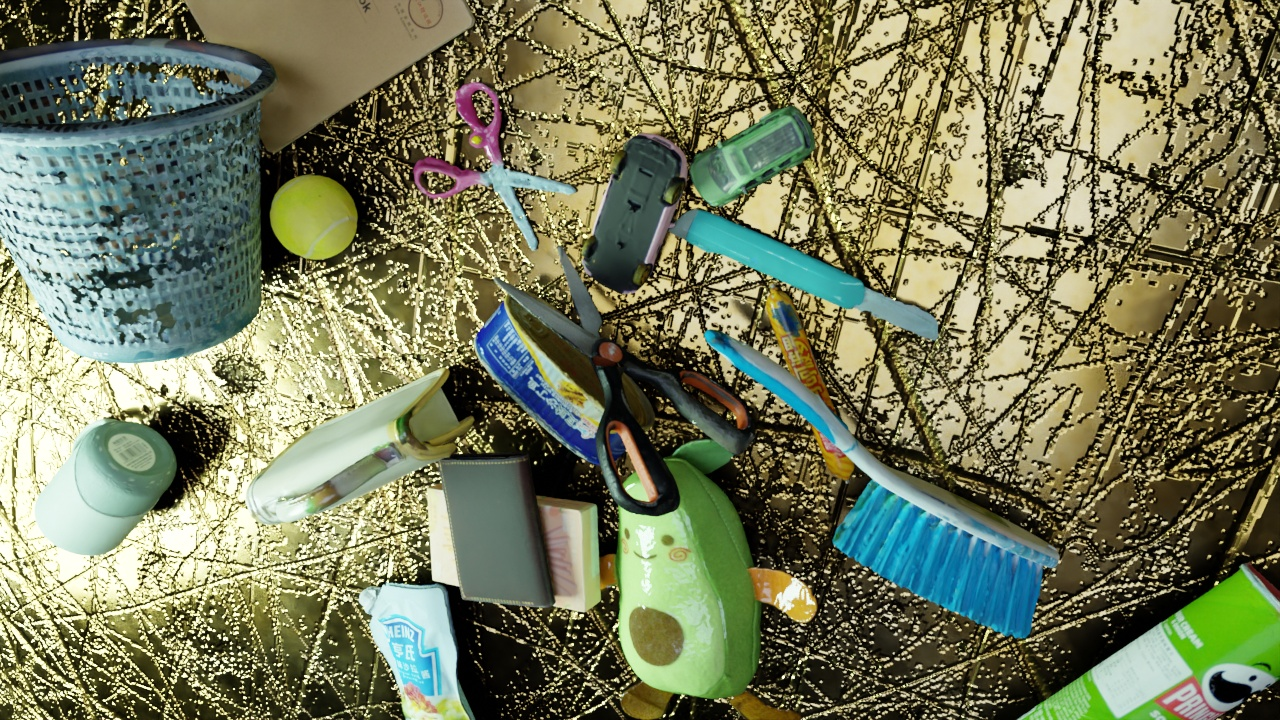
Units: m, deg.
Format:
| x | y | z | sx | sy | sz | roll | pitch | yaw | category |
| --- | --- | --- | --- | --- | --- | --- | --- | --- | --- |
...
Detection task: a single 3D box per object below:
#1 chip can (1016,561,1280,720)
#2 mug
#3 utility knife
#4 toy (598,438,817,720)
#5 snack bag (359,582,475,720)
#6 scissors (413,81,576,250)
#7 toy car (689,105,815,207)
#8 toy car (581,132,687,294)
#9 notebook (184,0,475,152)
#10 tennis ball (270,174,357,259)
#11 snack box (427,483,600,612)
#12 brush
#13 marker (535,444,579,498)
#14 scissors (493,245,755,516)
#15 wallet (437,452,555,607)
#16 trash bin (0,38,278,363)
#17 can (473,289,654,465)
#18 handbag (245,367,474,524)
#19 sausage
| x | y | z | sx | sy | sz | roll | pitch | yaw | category |
| --- | --- | --- | --- | --- | --- | --- | --- | --- | --- |
| 0.364 | 0.244 | 0.665 | 0.072 | 0.072 | 0.236 | 44 | 111 | -1 | chip can |
| -0.487 | 0.102 | 0.836 | 0.106 | 0.082 | 0.111 | -44 | 60 | 21 | mug |
| 0.119 | -0.063 | 0.668 | 0.209 | 0.013 | 0.029 | 25 | 109 | 8 | utility knife |
| 0.035 | 0.186 | 0.717 | 0.227 | 0.089 | 0.247 | -4 | 102 | 31 | toy |
| -0.191 | 0.285 | 0.825 | 0.110 | 0.038 | 0.191 | -3 | 108 | 42 | snack bag |
| -0.118 | -0.141 | 0.705 | 0.128 | 0.017 | 0.133 | -22 | 103 | 17 | scissors |
| 0.077 | -0.143 | 0.645 | 0.091 | 0.036 | 0.043 | -27 | 99 | 23 | toy car |
| -0.004 | -0.107 | 0.675 | 0.056 | 0.037 | 0.123 | 30 | 122 | 12 | toy car |
| -0.244 | -0.273 | 0.701 | 0.208 | 0.008 | 0.148 | -24 | 99 | 19 | notebook |
| -0.255 | -0.112 | 0.719 | 0.065 | 0.065 | 0.065 | 4 | 106 | 13 | tennis ball |
| -0.106 | 0.151 | 0.754 | 0.157 | 0.026 | 0.084 | 3 | 100 | 28 | snack box |
| 0.165 | 0.091 | 0.663 | 0.314 | 0.060 | 0.109 | 26 | 104 | -5 | brush |
| -0.073 | 0.103 | 0.759 | 0.020 | 0.022 | 0.132 | 19 | 113 | -30 | marker |
| -0.011 | 0.015 | 0.666 | 0.220 | 0.221 | 0.022 | 21 | 140 | -17 | scissors |
| -0.117 | 0.134 | 0.730 | 0.096 | 0.020 | 0.122 | -5 | 96 | 35 | wallet |
| -0.376 | -0.115 | 0.683 | 0.227 | 0.225 | 0.195 | 11 | 123 | 11 | trash bin |
| -0.059 | 0.013 | 0.703 | 0.148 | 0.074 | 0.049 | 43 | 114 | -1 | can |
| -0.225 | 0.085 | 0.709 | 0.164 | 0.178 | 0.063 | -24 | 103 | 18 | handbag |
| 0.127 | 0.018 | 0.685 | 0.021 | 0.021 | 0.165 | -20 | 100 | 18 | sausage |
